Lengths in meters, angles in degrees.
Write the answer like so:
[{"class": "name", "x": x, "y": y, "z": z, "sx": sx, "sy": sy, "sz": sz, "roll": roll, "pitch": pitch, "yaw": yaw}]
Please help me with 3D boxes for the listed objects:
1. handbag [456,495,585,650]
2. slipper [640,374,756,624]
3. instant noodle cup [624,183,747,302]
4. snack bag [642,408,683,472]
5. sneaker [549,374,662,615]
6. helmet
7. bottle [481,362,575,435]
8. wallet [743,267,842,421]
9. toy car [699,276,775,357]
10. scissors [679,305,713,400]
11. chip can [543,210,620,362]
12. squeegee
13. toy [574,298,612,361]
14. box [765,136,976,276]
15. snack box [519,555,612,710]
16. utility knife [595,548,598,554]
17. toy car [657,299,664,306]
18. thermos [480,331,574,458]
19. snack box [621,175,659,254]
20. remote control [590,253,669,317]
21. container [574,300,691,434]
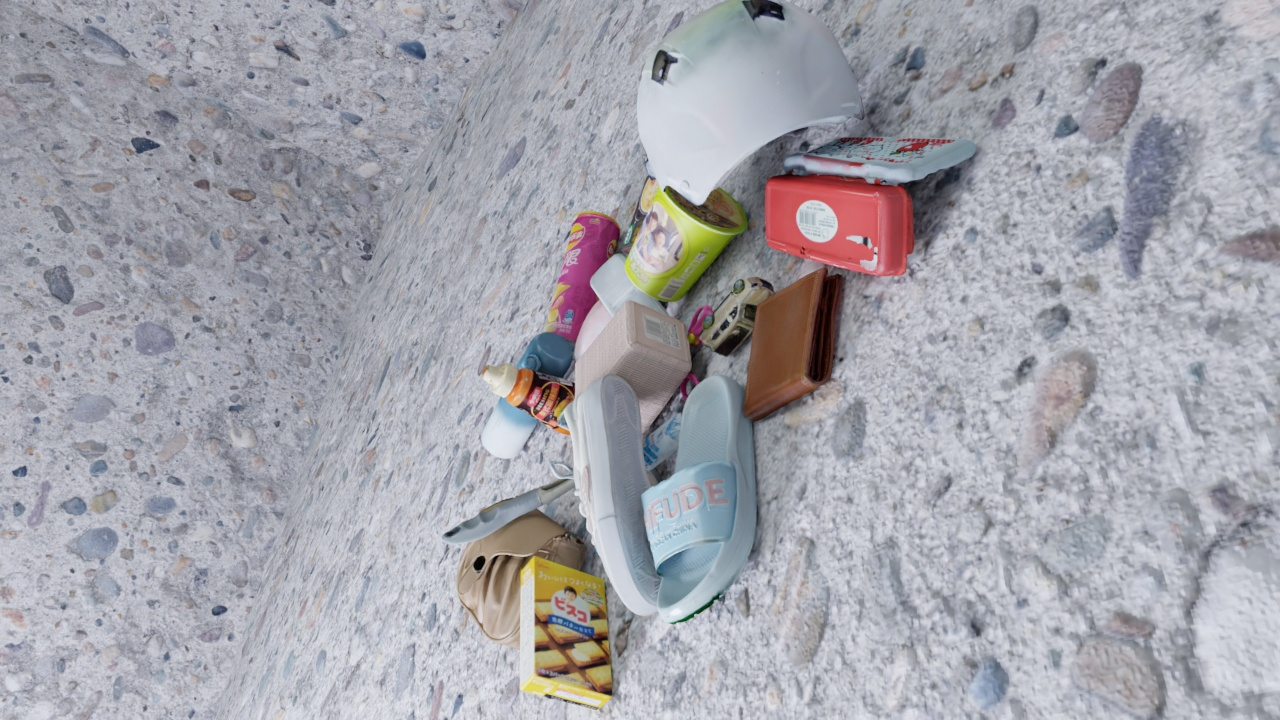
[{"class": "handbag", "x": -0.146, "y": 0.241, "z": 1.052, "sx": 0.205, "sy": 0.099, "sz": 0.147, "roll": 14, "pitch": 79, "yaw": 61}, {"class": "slipper", "x": 0.049, "y": 0.113, "z": 0.827, "sx": 0.104, "sy": 0.074, "sz": 0.244, "roll": -36, "pitch": 36, "yaw": 44}, {"class": "instant noodle cup", "x": 0.042, "y": -0.136, "z": 1.045, "sx": 0.124, "sy": 0.111, "sz": 0.111, "roll": -56, "pitch": 25, "yaw": 35}, {"class": "snack bag", "x": 0.022, "y": 0.085, "z": 0.947, "sx": 0.104, "sy": 0.026, "sz": 0.048, "roll": -39, "pitch": 40, "yaw": 22}, {"class": "sneaker", "x": -0.036, "y": 0.135, "z": 0.897, "sx": 0.091, "sy": 0.089, "sz": 0.241, "roll": -32, "pitch": 55, "yaw": 31}, {"class": "helmet", "x": 0.089, "y": -0.278, "z": 0.916, "sx": 0.229, "sy": 0.146, "sz": 0.258, "roll": -25, "pitch": 23, "yaw": 10}, {"class": "bottle", "x": -0.130, "y": 0.042, "z": 1.148, "sx": 0.067, "sy": 0.149, "sz": 0.066, "roll": -44, "pitch": 32, "yaw": 37}, {"class": "wallet", "x": 0.135, "y": -0.014, "z": 0.832, "sx": 0.101, "sy": 0.032, "sz": 0.124, "roll": -31, "pitch": 40, "yaw": 54}, {"class": "toy car", "x": 0.099, "y": -0.044, "z": 0.915, "sx": 0.091, "sy": 0.042, "sz": 0.035, "roll": -52, "pitch": 37, "yaw": 27}, {"class": "scissors", "x": 0.047, "y": 0.002, "z": 1.005, "sx": 0.134, "sy": 0.017, "sz": 0.136, "roll": -59, "pitch": 26, "yaw": 22}, {"class": "chip can", "x": -0.083, "y": -0.105, "z": 1.286, "sx": 0.072, "sy": 0.071, "sz": 0.210, "roll": -27, "pitch": 44, "yaw": 52}, {"class": "squeegee", "x": -0.110, "y": 0.147, "z": 1.036, "sx": 0.246, "sy": 0.039, "sz": 0.246, "roll": -32, "pitch": 36, "yaw": -3}, {"class": "toy", "x": -0.036, "y": -0.058, "z": 1.171, "sx": 0.121, "sy": 0.054, "sz": 0.159, "roll": -11, "pitch": 57, "yaw": 63}, {"class": "box", "x": 0.200, "y": -0.146, "z": 0.820, "sx": 0.201, "sy": 0.099, "sz": 0.116, "roll": -146, "pitch": 50, "yaw": -65}, {"class": "snack box", "x": -0.075, "y": 0.267, "z": 0.906, "sx": 0.034, "sy": 0.087, "sz": 0.140, "roll": -51, "pitch": 28, "yaw": 27}, {"class": "utility knife", "x": -0.034, "y": 0.140, "z": 1.028, "sx": 0.034, "sy": 0.018, "sz": 0.191, "roll": -32, "pitch": 36, "yaw": 25}, {"class": "toy car", "x": 0.010, "y": -0.082, "z": 1.120, "sx": 0.034, "sy": 0.043, "sz": 0.090, "roll": -14, "pitch": 56, "yaw": 57}, {"class": "thermos", "x": -0.155, "y": 0.048, "z": 1.243, "sx": 0.070, "sy": 0.070, "sz": 0.221, "roll": -90, "pitch": 24, "yaw": -43}, {"class": "snack box", "x": 0.032, "y": -0.185, "z": 1.174, "sx": 0.126, "sy": 0.053, "sz": 0.113, "roll": -6, "pitch": 62, "yaw": 55}, {"class": "remote control", "x": -0.010, "y": -0.067, "z": 1.078, "sx": 0.056, "sy": 0.020, "sz": 0.136, "roll": -44, "pitch": 55, "yaw": 14}, {"class": "container", "x": -0.006, "y": 0.006, "z": 0.994, "sx": 0.111, "sy": 0.090, "sz": 0.090, "roll": -52, "pitch": 27, "yaw": 35}]
